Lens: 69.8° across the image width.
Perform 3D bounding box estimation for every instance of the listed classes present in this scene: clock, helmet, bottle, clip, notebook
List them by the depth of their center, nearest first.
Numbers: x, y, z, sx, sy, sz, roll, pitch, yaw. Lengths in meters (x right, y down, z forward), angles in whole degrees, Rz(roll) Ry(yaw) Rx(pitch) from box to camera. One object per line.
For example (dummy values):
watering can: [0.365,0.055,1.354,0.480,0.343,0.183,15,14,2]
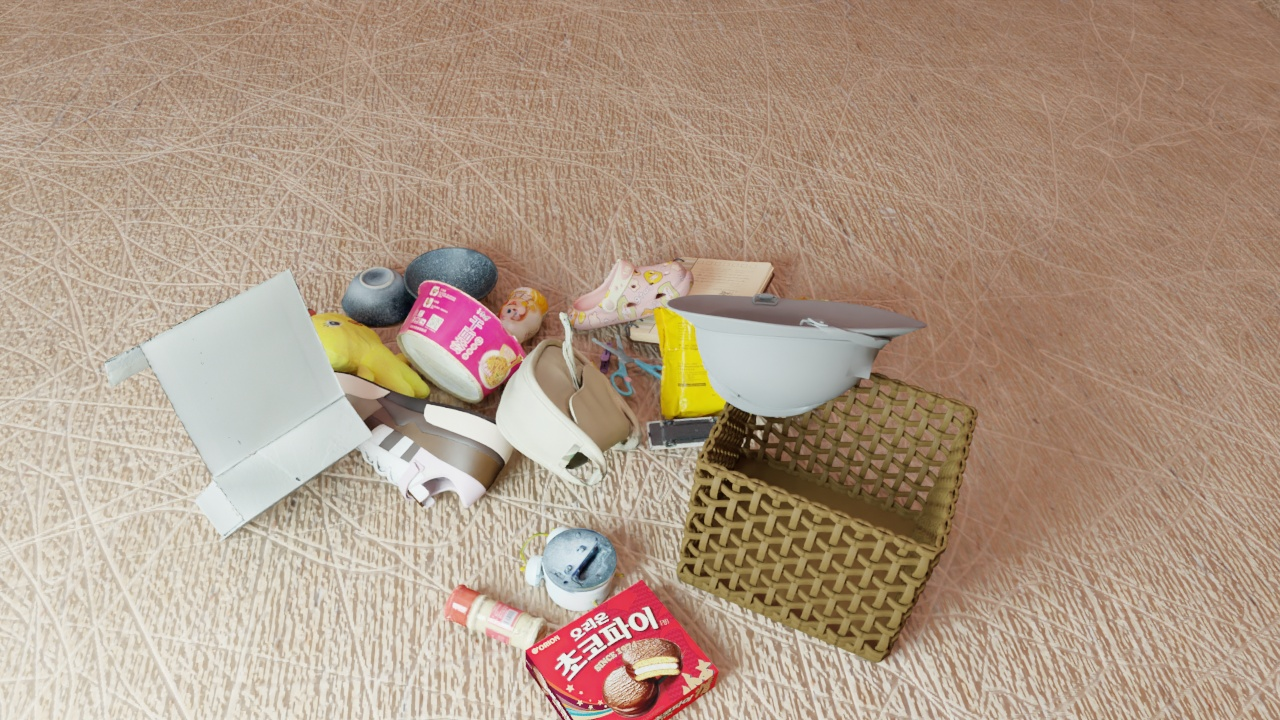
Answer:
helmet: [0.156,0.001,0.953,0.271,0.118,0.183,3,13,-11]
bottle: [-0.156,0.279,0.989,0.109,0.044,0.044,19,45,12]
clock: [-0.081,0.230,1.037,0.118,0.057,0.083,25,48,19]
clip: [-0.049,-0.007,1.311,0.013,0.032,0.051,10,42,3]
bottle: [-0.176,-0.056,1.319,0.063,0.063,0.108,15,44,10]
notebook: [0.091,-0.089,1.374,0.168,0.024,0.224,7,38,23]

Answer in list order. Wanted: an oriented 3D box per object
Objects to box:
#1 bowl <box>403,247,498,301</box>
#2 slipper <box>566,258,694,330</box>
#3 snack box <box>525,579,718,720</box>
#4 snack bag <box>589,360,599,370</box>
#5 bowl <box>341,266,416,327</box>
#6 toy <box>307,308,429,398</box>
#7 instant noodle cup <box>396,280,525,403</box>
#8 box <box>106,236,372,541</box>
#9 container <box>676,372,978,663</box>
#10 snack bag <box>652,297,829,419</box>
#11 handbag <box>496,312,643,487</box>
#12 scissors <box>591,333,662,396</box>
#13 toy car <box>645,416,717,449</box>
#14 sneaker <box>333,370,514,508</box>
bowl: [-0.279,-0.105,1.364,0.137,0.057,0.136,3,44,-3]
slipper: [-0.022,-0.105,1.335,0.197,0.081,0.093,-18,30,9]
snack box: [-0.021,0.323,0.961,0.151,0.036,0.132,-25,52,-28]
snack bag: [-0.107,0.005,1.295,0.099,0.020,0.026,16,46,11]
bowl: [-0.386,-0.103,1.352,0.110,0.055,0.110,3,45,-3]
toy: [-0.380,-0.002,1.224,0.208,0.092,0.133,23,10,9]
instant noodle cup: [-0.243,-0.015,1.206,0.179,0.179,0.077,26,63,20]
box: [-0.416,0.050,0.983,0.165,0.331,0.166,21,44,34]
container: [0.203,0.154,1.032,0.252,0.215,0.218,20,45,14]
snack bag: [0.140,-0.002,1.232,0.247,0.159,0.068,-3,6,-10]
handbag: [-0.077,0.047,1.124,0.184,0.132,0.228,37,17,7]
scissors: [-0.006,0.008,1.289,0.129,0.015,0.135,11,42,-20]
toy car: [0.063,0.097,1.205,0.113,0.039,0.039,-3,68,-11]
sneaker: [-0.307,0.106,1.126,0.294,0.112,0.116,16,65,10]
